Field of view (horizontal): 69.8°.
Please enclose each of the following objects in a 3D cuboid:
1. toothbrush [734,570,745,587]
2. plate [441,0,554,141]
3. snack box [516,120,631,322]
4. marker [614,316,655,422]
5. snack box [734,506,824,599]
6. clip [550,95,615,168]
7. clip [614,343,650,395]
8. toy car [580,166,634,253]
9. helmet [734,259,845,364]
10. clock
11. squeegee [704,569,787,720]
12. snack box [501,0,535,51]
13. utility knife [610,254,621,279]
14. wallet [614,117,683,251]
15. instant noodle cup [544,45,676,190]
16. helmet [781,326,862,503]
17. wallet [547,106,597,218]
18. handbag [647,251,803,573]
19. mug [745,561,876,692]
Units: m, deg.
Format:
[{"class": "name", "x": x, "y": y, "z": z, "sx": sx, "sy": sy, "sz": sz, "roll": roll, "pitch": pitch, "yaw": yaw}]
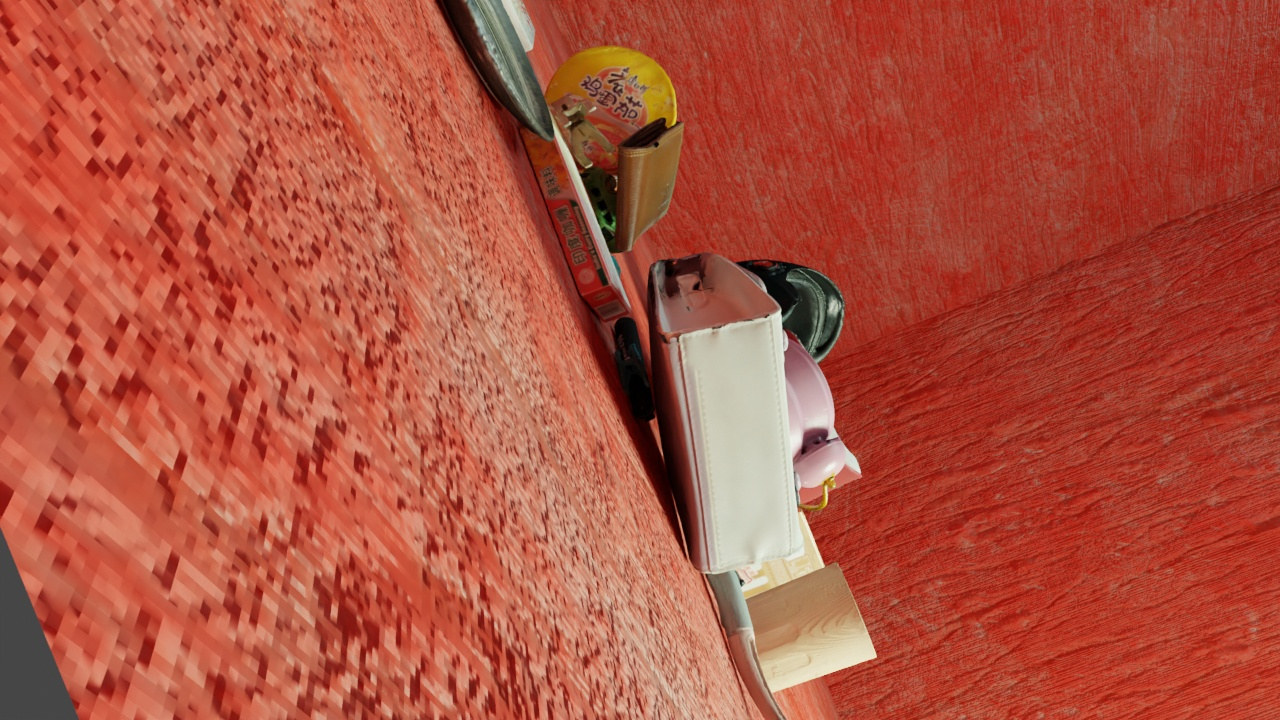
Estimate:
[{"class": "toothbrush", "x": 0.082, "y": 0.205, "z": 0.843, "sx": 0.017, "sy": 0.014, "sz": 0.189, "roll": 59, "pitch": 3, "yaw": 15}, {"class": "plate", "x": -0.107, "y": -0.229, "z": 0.627, "sx": 0.179, "sy": 0.024, "sz": 0.179, "roll": -23, "pitch": 89, "yaw": -84}, {"class": "snack box", "x": -0.051, "y": -0.112, "z": 0.719, "sx": 0.077, "sy": 0.027, "sz": 0.155, "roll": 50, "pitch": 18, "yaw": -73}, {"class": "marker", "x": -0.004, "y": 0.004, "z": 0.748, "sx": 0.022, "sy": 0.020, "sz": 0.132, "roll": 51, "pitch": 13, "yaw": -30}, {"class": "snack box", "x": 0.134, "y": 0.191, "z": 0.983, "sx": 0.077, "sy": 0.094, "sz": 0.093, "roll": -102, "pitch": 168, "yaw": -64}, {"class": "clip", "x": -0.054, "y": -0.209, "z": 0.852, "sx": 0.093, "sy": 0.035, "sz": 0.103, "roll": 59, "pitch": -3, "yaw": -14}, {"class": "clip", "x": -0.007, "y": 0.006, "z": 0.712, "sx": 0.056, "sy": 0.043, "sz": 0.014, "roll": -105, "pitch": 174, "yaw": -54}, {"class": "toy car", "x": -0.038, "y": -0.150, "z": 0.928, "sx": 0.036, "sy": 0.043, "sz": 0.091, "roll": -37, "pitch": 104, "yaw": -38}, {"class": "helmet", "x": 0.163, "y": -0.037, "z": 1.353, "sx": 0.230, "sy": 0.274, "sz": 0.234, "roll": 36, "pitch": -31, "yaw": 43}, {"class": "clock", "x": 0.114, "y": 0.053, "z": 0.768, "sx": 0.117, "sy": 0.059, "sz": 0.158, "roll": -19, "pitch": -89, "yaw": 65}, {"class": "squeegee", "x": 0.084, "y": 0.210, "z": 0.690, "sx": 0.247, "sy": 0.040, "sz": 0.249, "roll": 31, "pitch": 27, "yaw": -52}, {"class": "snack box", "x": -0.133, "y": -0.352, "z": 0.902, "sx": 0.156, "sy": 0.027, "sz": 0.085, "roll": -101, "pitch": 167, "yaw": -63}, {"class": "utility knife", "x": -0.028, "y": -0.089, "z": 0.947, "sx": 0.216, "sy": 0.013, "sz": 0.029, "roll": -89, "pitch": 157, "yaw": -78}, {"class": "wallet", "x": 0.006, "y": -0.171, "z": 0.886, "sx": 0.124, "sy": 0.032, "sz": 0.101, "roll": -52, "pitch": 153, "yaw": -56}, {"class": "instant noodle cup", "x": -0.032, "y": -0.252, "z": 0.994, "sx": 0.110, "sy": 0.138, "sz": 0.138, "roll": 94, "pitch": -26, "yaw": -81}, {"class": "helmet", "x": 0.096, "y": 0.056, "z": 0.935, "sx": 0.207, "sy": 0.144, "sz": 0.240, "roll": 60, "pitch": -7, "yaw": -26}, {"class": "wallet", "x": -0.068, "y": -0.174, "z": 0.847, "sx": 0.087, "sy": 0.024, "sz": 0.115, "roll": -99, "pitch": 167, "yaw": -66}, {"class": "handbag", "x": 0.058, "y": 0.033, "z": 0.674, "sx": 0.145, "sy": 0.098, "sz": 0.197, "roll": -119, "pitch": -162, "yaw": -61}, {"class": "mug", "x": 0.142, "y": 0.240, "z": 0.800, "sx": 0.125, "sy": 0.103, "sz": 0.084, "roll": 61, "pitch": 8, "yaw": -53}]
